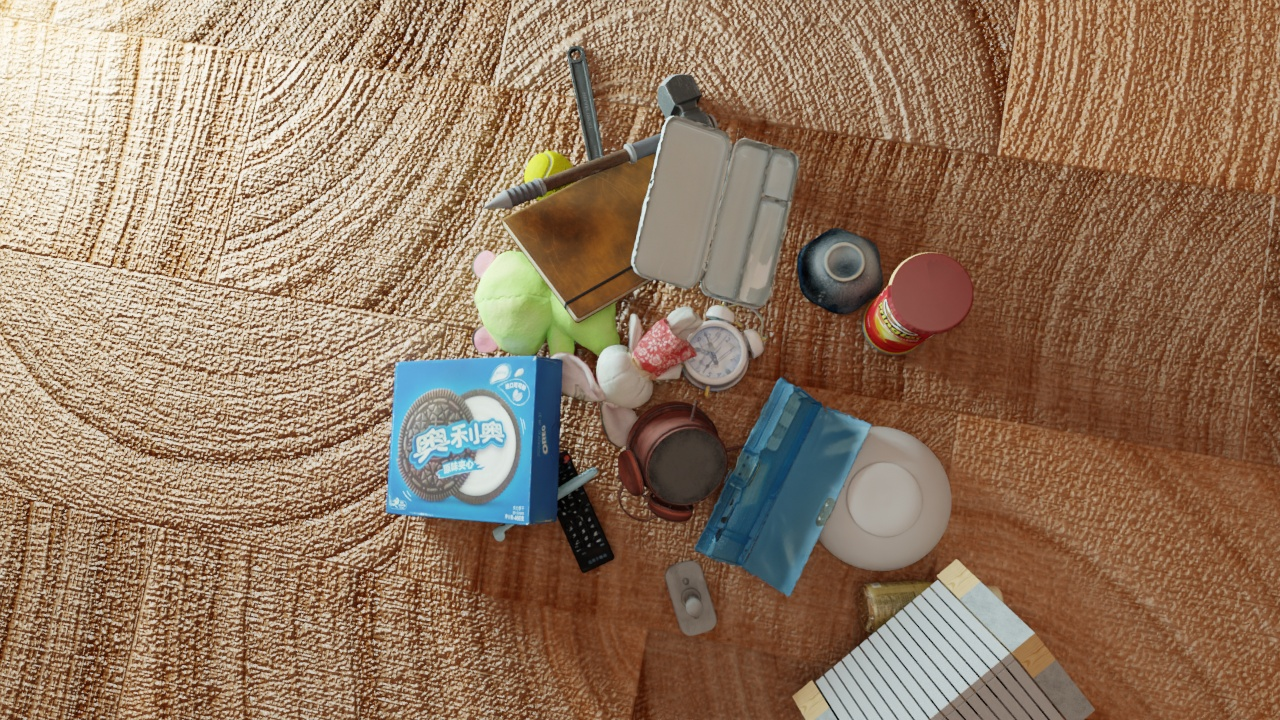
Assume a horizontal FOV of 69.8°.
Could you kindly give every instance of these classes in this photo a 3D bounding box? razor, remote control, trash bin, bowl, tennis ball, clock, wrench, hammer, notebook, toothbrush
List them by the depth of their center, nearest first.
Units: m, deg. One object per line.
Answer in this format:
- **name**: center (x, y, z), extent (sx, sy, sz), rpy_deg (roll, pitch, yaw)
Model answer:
- **trash bin**: center (0.326, 0.377, 1.009), extent (0.247, 0.142, 0.142), rpy_deg (-41, 113, 3)
- **razor**: center (0.062, 0.288, 1.091), extent (0.047, 0.116, 0.088), rpy_deg (-17, 82, -2)
- **bowl**: center (0.290, 0.167, 1.107), extent (0.177, 0.066, 0.176), rpy_deg (-1, 84, 6)
- **clock**: center (0.037, 0.127, 1.110), extent (0.157, 0.072, 0.120), rpy_deg (-46, 111, 2)
- **bowl**: center (0.252, -0.117, 1.148), extent (0.110, 0.055, 0.110), rpy_deg (-1, 83, 5)
- **hammer**: center (-0.046, -0.247, 1.149), extent (0.321, 0.043, 0.156), rpy_deg (-24, 81, -16)
- **notebook**: center (-0.021, -0.161, 1.150), extent (0.248, 0.014, 0.178), rpy_deg (-32, 76, -23)
- **toothbrush**: center (-0.119, 0.179, 1.152), extent (0.155, 0.016, 0.022), rpy_deg (-33, 46, 3)
- **clock**: center (0.103, -0.018, 1.155), extent (0.089, 0.052, 0.125), rpy_deg (40, 86, 9)
- **remote control**: center (-0.083, 0.192, 1.165), extent (0.047, 0.022, 0.150), rpy_deg (-25, 80, 3)
- **tennis ball**: center (-0.118, -0.238, 1.193), extent (0.065, 0.065, 0.065), rpy_deg (-1, 83, 5)
- **wrench**: center (-0.064, -0.291, 1.218), extent (0.073, 0.018, 0.273), rpy_deg (-11, 81, 2)

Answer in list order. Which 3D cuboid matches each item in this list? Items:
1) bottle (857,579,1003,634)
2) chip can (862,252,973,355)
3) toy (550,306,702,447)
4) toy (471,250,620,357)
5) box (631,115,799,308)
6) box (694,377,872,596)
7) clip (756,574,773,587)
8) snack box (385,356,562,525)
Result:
- **bottle**: center (0.346, 0.290, 1.093), extent (0.166, 0.060, 0.059), rpy_deg (-4, 83, -4)
- **chip can**: center (0.312, -0.059, 1.055), extent (0.087, 0.213, 0.087), rpy_deg (-1, 83, 5)
- **toy**: center (-0.007, 0.007, 1.116), extent (0.194, 0.084, 0.159), rpy_deg (-43, 112, 15)
- **toy**: center (-0.122, -0.068, 1.160), extent (0.197, 0.107, 0.150), rpy_deg (3, 83, -4)
- **box**: center (0.094, -0.181, 1.136), extent (0.191, 0.045, 0.209), rpy_deg (12, 87, -14)
- **box**: center (0.173, 0.151, 1.088), extent (0.112, 0.094, 0.231), rpy_deg (24, 86, 41)
- **clip**: center (0.152, 0.256, 1.139), extent (0.051, 0.014, 0.043), rpy_deg (18, 83, 10)
- **snack box**: center (-0.205, 0.095, 1.122), extent (0.239, 0.056, 0.195), rpy_deg (-2, 83, 33)
